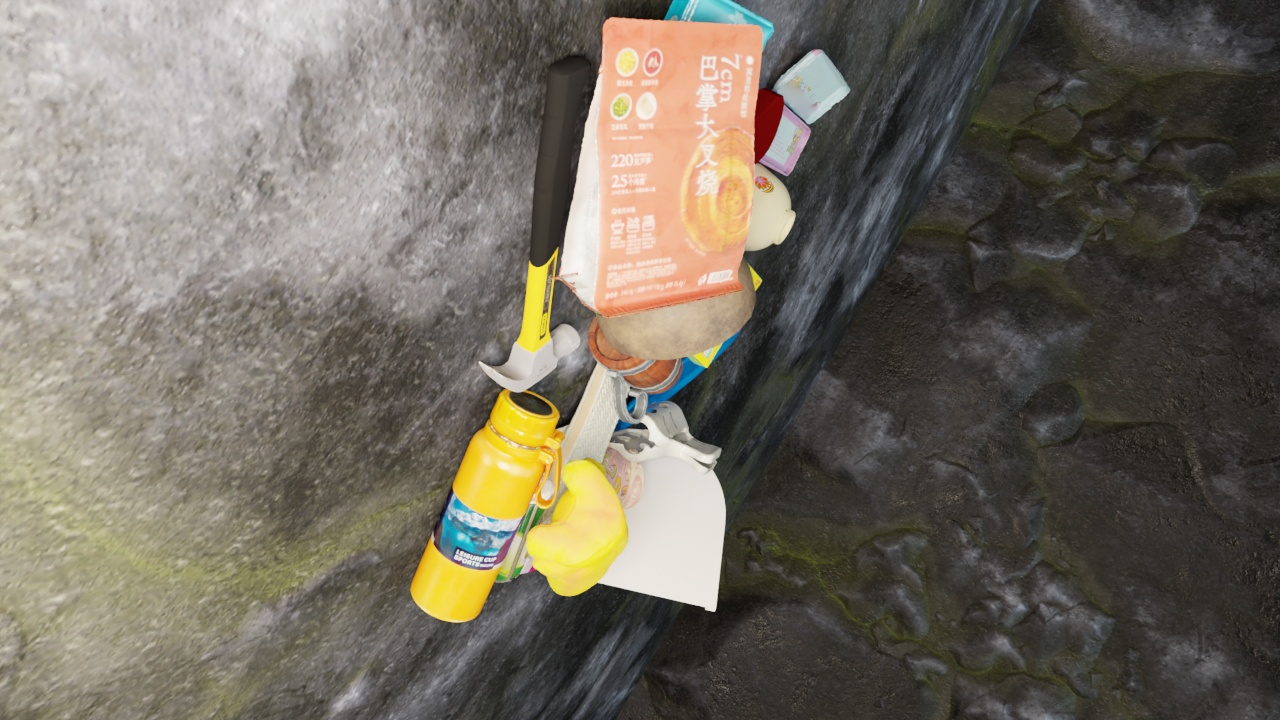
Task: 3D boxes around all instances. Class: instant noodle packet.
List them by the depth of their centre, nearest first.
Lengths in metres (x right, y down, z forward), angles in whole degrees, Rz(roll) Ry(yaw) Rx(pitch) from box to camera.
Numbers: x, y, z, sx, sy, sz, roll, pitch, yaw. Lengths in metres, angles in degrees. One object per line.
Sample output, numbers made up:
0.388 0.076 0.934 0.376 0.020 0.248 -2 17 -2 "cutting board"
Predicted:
0.024 -0.159 0.743 0.164 0.084 0.221 -13 126 -35 "instant noodle packet"

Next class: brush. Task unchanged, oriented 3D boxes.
0.097 -0.235 1.008 0.173 0.042 0.082 -48 160 -34 "brush"

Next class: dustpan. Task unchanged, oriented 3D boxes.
0.019 0.227 1.288 0.053 0.191 0.257 103 0 -45 "dustpan"

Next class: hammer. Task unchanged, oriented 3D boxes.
-0.080 -0.097 0.769 0.126 0.029 0.324 -44 156 -41 "hammer"

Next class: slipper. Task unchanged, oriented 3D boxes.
-0.078 0.104 1.075 0.272 0.054 0.114 -66 162 -5 "slipper"
-0.031 0.155 1.208 0.093 0.081 0.197 -64 173 18 "slipper"

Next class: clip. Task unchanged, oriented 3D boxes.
0.032 0.090 1.180 0.126 0.152 0.105 -17 110 -69 "clip"

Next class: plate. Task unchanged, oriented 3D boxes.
0.041 0.020 1.240 0.224 0.024 0.224 -38 171 -7 "plate"

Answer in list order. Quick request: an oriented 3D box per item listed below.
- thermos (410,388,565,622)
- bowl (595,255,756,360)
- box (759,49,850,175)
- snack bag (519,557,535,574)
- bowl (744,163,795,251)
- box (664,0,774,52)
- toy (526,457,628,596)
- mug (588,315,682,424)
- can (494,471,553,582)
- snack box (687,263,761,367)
-0.142 0.141 0.891 0.091 0.076 0.233 16 110 -26 "thermos"
0.030 -0.077 0.911 0.161 0.162 0.070 -48 137 -34 "bowl"
0.199 -0.314 1.172 0.151 0.040 0.213 -50 166 16 "box"
-0.153 0.243 1.156 0.070 0.016 0.196 -61 164 0 "snack bag"
0.162 -0.191 1.215 0.117 0.074 0.118 -51 162 -25 "bowl"
0.043 -0.210 0.841 0.227 0.086 0.168 -64 162 17 "box"
-0.056 0.183 0.996 0.194 0.087 0.134 92 21 -66 "toy"
-0.006 0.006 1.012 0.111 0.081 0.117 45 60 -62 "mug"
-0.141 0.171 0.980 0.067 0.067 0.121 -32 149 -57 "can"
0.063 -0.086 1.067 0.168 0.027 0.132 40 79 -44 "snack box"
